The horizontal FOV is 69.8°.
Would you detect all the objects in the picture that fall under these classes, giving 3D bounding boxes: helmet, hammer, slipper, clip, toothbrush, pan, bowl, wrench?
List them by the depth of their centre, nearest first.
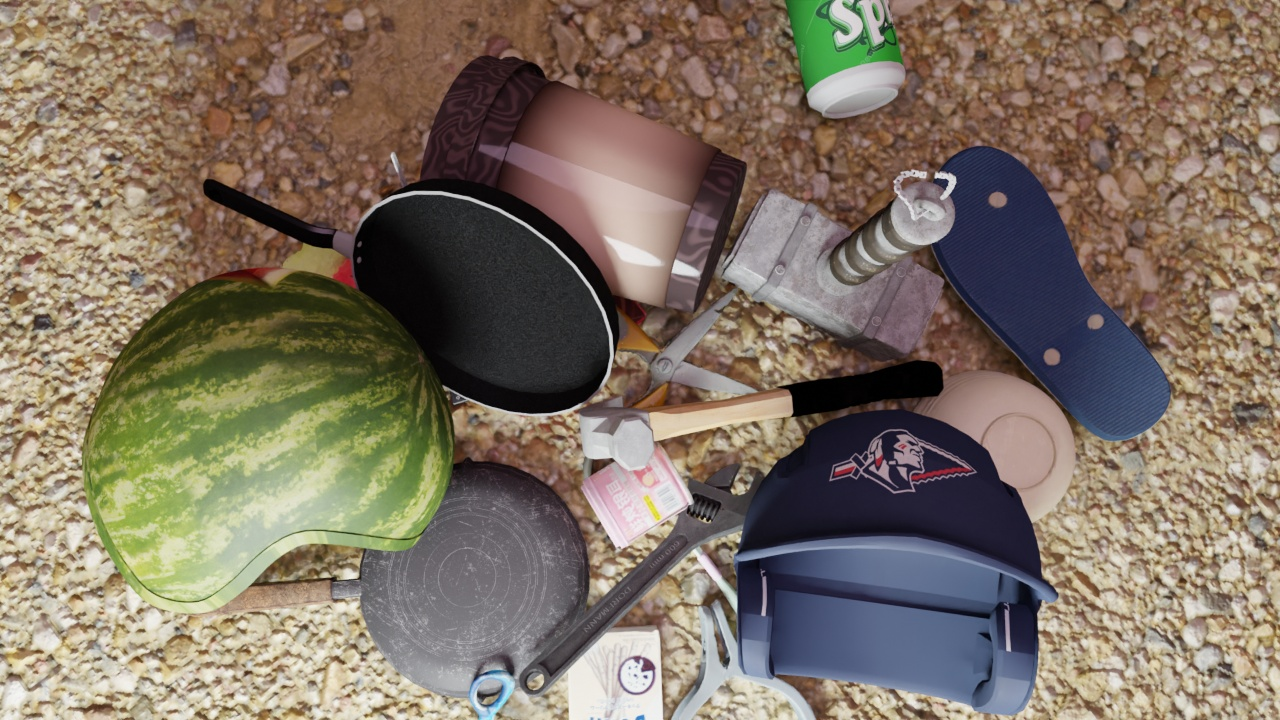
[{"bbox_3d":[0.172,-0.082,0.690,0.177,0.326,0.079,28,84,0],"label":"hammer"},{"bbox_3d":[0.190,0.144,0.702,0.232,0.272,0.223,6,78,9],"label":"helmet"},{"bbox_3d":[-0.275,0.049,0.709,0.247,0.213,0.243,-17,100,2],"label":"helmet"},{"bbox_3d":[-0.182,-0.072,0.730,0.356,0.226,0.034,25,49,3],"label":"pan"},{"bbox_3d":[-0.184,-0.114,0.741,0.010,0.182,0.010,7,67,1],"label":"toothbrush"},{"bbox_3d":[0.108,0.037,0.778,0.327,0.131,0.039,-8,97,-18],"label":"hammer"},{"bbox_3d":[0.005,0.184,0.781,0.272,0.018,0.073,-40,61,-19],"label":"wrench"},{"bbox_3d":[-0.222,0.193,0.786,0.357,0.040,0.207,-6,78,-1],"label":"pan"},{"bbox_3d":[0.078,0.315,0.797,0.164,0.032,0.165,34,77,-1],"label":"clip"},{"bbox_3d":[0.319,0.081,0.810,0.151,0.075,0.150,0,86,-3],"label":"bowl"},{"bbox_3d":[0.081,0.207,0.818,0.022,0.015,0.154,-35,87,-37],"label":"toothbrush"},{"bbox_3d":[0.357,-0.056,0.832,0.118,0.060,0.295,-34,82,-2],"label":"slipper"}]

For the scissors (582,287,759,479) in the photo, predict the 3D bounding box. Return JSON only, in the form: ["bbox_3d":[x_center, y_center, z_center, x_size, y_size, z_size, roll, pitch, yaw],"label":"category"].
[{"bbox_3d":[-0.004,0.005,0.815,0.230,0.016,0.225,40,87,-12],"label":"scissors"}]

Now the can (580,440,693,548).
[{"bbox_3d":[-0.003,0.113,0.783,0.076,0.067,0.067,-31,87,-6],"label":"can"}]

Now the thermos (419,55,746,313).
[{"bbox_3d":[-0.041,-0.135,0.751,0.226,0.173,0.172,20,84,7],"label":"thermos"}]

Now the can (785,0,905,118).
[{"bbox_3d":[0.182,-0.298,0.829,0.088,0.088,0.140,-12,86,-4],"label":"can"}]

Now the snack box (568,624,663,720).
[{"bbox_3d":[-0.021,0.310,0.799,0.082,0.026,0.150,-2,85,-3],"label":"snack box"}]

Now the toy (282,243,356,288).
[{"bbox_3d":[-0.252,-0.053,0.809,0.135,0.045,0.091,44,86,-5],"label":"toy"}]

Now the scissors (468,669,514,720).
[{"bbox_3d":[-0.123,0.310,0.775,0.134,0.011,0.140,9,117,-10],"label":"scissors"}]

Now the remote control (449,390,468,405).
[{"bbox_3d":[-0.174,-0.031,0.829,0.030,0.009,0.140,-17,86,-4],"label":"remote control"}]

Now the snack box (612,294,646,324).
[{"bbox_3d":[-0.073,-0.032,0.827,0.133,0.021,0.089,-40,88,-6],"label":"snack box"}]
